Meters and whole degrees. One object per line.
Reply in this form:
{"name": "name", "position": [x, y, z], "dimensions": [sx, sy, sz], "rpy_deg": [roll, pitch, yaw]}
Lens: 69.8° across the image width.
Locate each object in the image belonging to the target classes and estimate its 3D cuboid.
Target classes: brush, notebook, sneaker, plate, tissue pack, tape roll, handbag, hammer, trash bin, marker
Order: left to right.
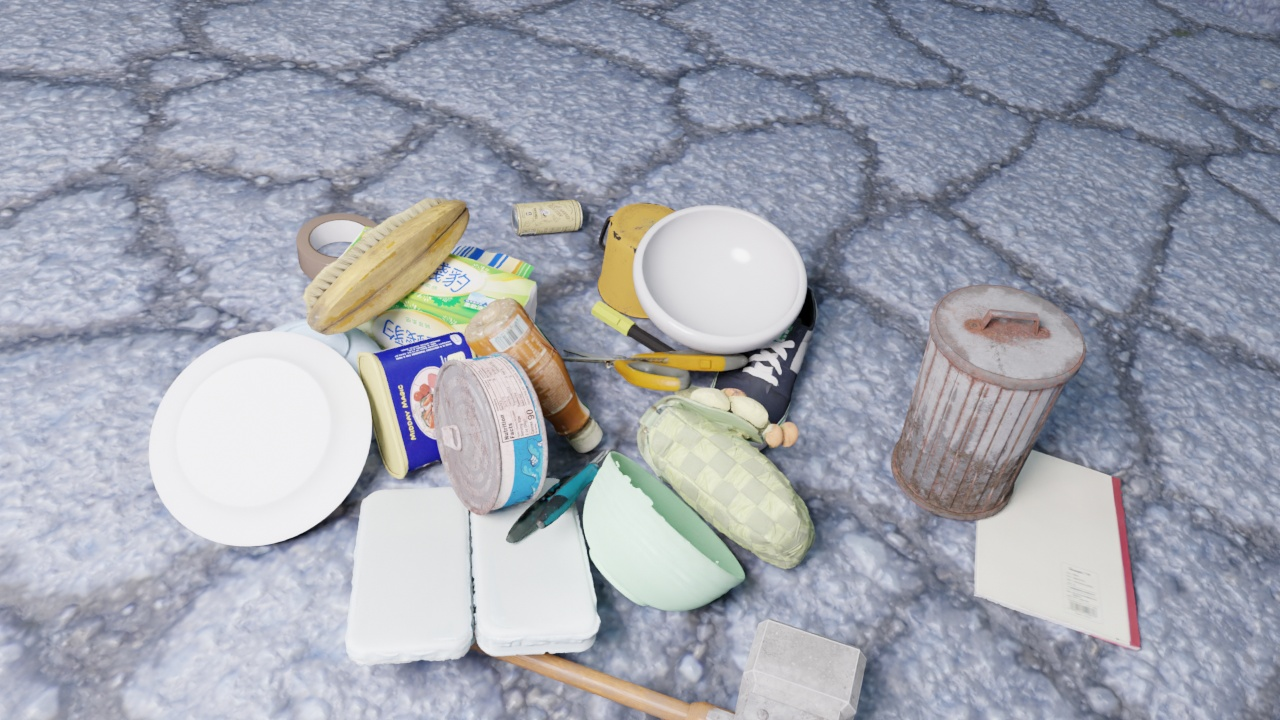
{"name": "plate", "position": [-0.326, 0.061, 0.781], "dimensions": [0.188, 0.016, 0.188], "rpy_deg": [0, 72, 0]}
{"name": "tape roll", "position": [-0.332, -0.124, 1.020], "dimensions": [0.093, 0.030, 0.093], "rpy_deg": [6, 44, -6]}
{"name": "brush", "position": [-0.231, -0.090, 0.841], "dimensions": [0.043, 0.059, 0.194], "rpy_deg": [25, 54, 25]}
{"name": "tissue pack", "position": [-0.196, -0.071, 0.939], "dimensions": [0.198, 0.121, 0.141], "rpy_deg": [22, 48, 1]}
{"name": "hammer", "position": [-0.007, 0.251, 0.690], "dimensions": [0.318, 0.083, 0.162], "rpy_deg": [15, 44, 14]}
{"name": "marker", "position": [-0.001, -0.027, 1.003], "dimensions": [0.124, 0.017, 0.021], "rpy_deg": [33, 3, 18]}
{"name": "handbag", "position": [0.090, 0.093, 0.824], "dimensions": [0.186, 0.113, 0.117], "rpy_deg": [40, 89, 27]}
{"name": "sneaker", "position": [0.132, 0.000, 0.962], "dimensions": [0.084, 0.079, 0.234], "rpy_deg": [23, 45, 9]}
{"name": "trash bin", "position": [0.318, 0.037, 0.859], "dimensions": [0.131, 0.212, 0.130], "rpy_deg": [1, 43, -1]}
{"name": "notebook", "position": [0.405, 0.170, 0.900], "dimensions": [0.153, 0.012, 0.208], "rpy_deg": [19, 45, 6]}

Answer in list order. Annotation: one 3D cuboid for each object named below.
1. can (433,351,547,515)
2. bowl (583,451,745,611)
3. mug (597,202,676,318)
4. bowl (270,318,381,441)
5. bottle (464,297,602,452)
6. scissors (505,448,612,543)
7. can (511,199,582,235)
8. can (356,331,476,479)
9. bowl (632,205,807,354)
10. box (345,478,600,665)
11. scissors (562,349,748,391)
{"name": "can", "position": [-0.127, 0.060, 0.764], "dimensions": [0.044, 0.130, 0.130], "rpy_deg": [-11, 48, -33]}
{"name": "bowl", "position": [0.008, 0.152, 0.758], "dimensions": [0.077, 0.151, 0.151], "rpy_deg": [-48, 62, 3]}
{"name": "mug", "position": [-0.001, -0.122, 1.045], "dimensions": [0.124, 0.094, 0.100], "rpy_deg": [39, 50, 25]}
{"name": "bowl", "position": [-0.304, 0.012, 0.857], "dimensions": [0.150, 0.075, 0.150], "rpy_deg": [7, 44, -7]}
{"name": "bottle", "position": [-0.092, 0.019, 0.848], "dimensions": [0.059, 0.167, 0.059], "rpy_deg": [-28, 28, 16]}
{"name": "scissors", "position": [-0.068, 0.113, 0.782], "dimensions": [0.143, 0.127, 0.019], "rpy_deg": [-34, 95, -14]}
{"name": "can", "position": [-0.114, -0.174, 1.113], "dimensions": [0.079, 0.038, 0.038], "rpy_deg": [-8, 48, -20]}
{"name": "can", "position": [-0.194, 0.037, 0.833], "dimensions": [0.092, 0.116, 0.057], "rpy_deg": [-18, 11, -31]}
{"name": "bowl", "position": [0.078, -0.074, 0.946], "dimensions": [0.176, 0.066, 0.176], "rpy_deg": [2, 58, -4]}
{"name": "box", "position": [-0.136, 0.160, 0.741], "dimensions": [0.189, 0.037, 0.208], "rpy_deg": [3, 26, -12]}
{"name": "scissors", "position": [-0.005, 0.005, 0.890], "dimensions": [0.225, 0.016, 0.216], "rpy_deg": [1, 10, 2]}
